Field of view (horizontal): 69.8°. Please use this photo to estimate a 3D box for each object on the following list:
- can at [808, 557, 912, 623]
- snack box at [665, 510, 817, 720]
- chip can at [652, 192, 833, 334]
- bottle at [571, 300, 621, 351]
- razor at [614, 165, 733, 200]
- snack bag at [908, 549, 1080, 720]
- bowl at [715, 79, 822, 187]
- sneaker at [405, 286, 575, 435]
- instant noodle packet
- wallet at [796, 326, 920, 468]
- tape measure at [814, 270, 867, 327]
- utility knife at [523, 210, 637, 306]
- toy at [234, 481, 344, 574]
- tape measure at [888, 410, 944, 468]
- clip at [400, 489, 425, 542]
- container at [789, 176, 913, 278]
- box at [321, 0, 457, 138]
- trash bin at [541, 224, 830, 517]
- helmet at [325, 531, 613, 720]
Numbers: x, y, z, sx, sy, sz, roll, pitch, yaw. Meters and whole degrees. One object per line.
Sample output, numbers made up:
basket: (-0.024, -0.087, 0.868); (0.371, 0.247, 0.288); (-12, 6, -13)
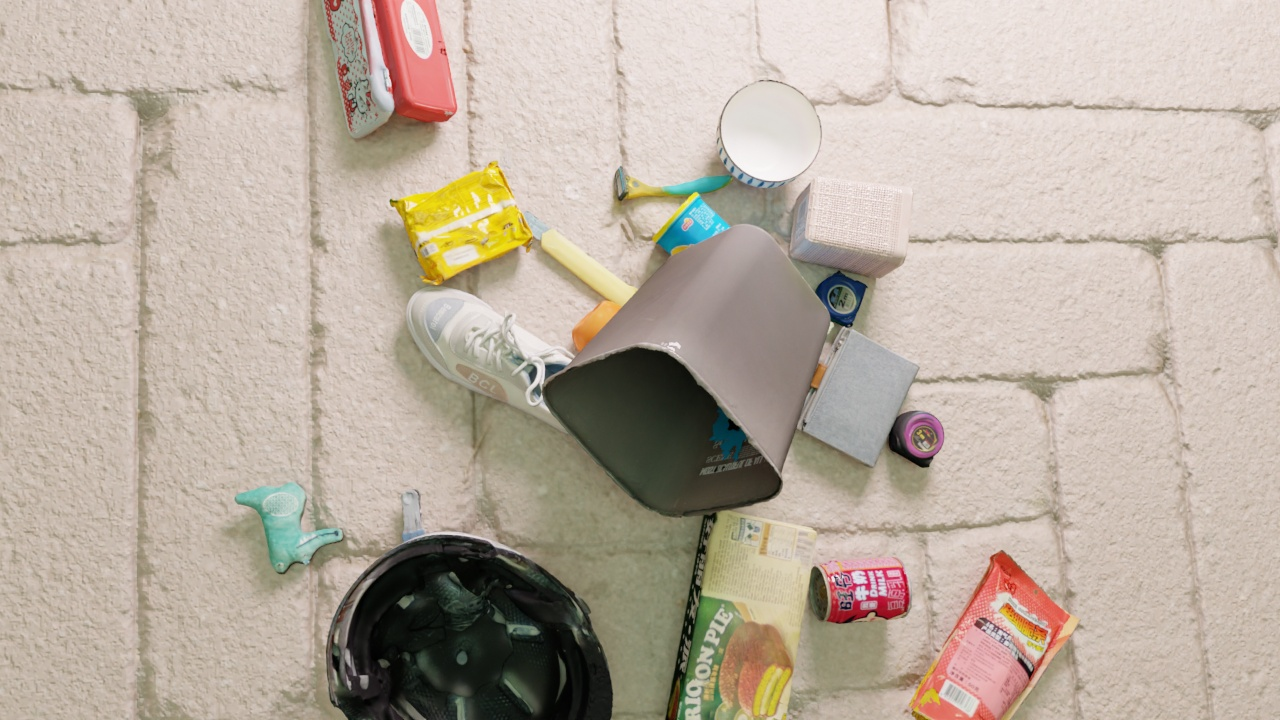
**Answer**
can: (0.235, 0.248, 0.989); (0.093, 0.066, 0.066); (-2, 84, -9)
snack box: (0.106, 0.283, 0.967); (0.114, 0.063, 0.240); (12, 82, -7)
chip can: (0.112, -0.087, 1.007); (0.210, 0.071, 0.071); (43, 79, -3)
bottle: (-0.006, 0.006, 0.987); (0.066, 0.067, 0.149); (-45, 99, -11)
razor: (0.038, -0.197, 1.030); (0.132, 0.028, 0.043); (-4, 53, -7)
snack bag: (0.386, 0.327, 1.008); (0.128, 0.073, 0.207); (41, 74, -6)
bowl: (0.138, -0.247, 1.032); (0.116, 0.066, 0.116); (1, 84, -8)
sneaker: (-0.138, 0.001, 0.949); (0.242, 0.091, 0.089); (32, 79, -3)
instant noodle packet: (-0.191, -0.144, 0.982); (0.128, 0.044, 0.110); (-24, 81, -14)
wallet: (0.240, 0.040, 1.029); (0.106, 0.037, 0.129); (28, 82, -4)
tape measure: (0.226, -0.070, 1.045); (0.054, 0.025, 0.058); (25, 71, -4)
utility knife: (-0.058, -0.104, 1.009); (0.182, 0.019, 0.031); (39, 75, -9)
toy: (-0.353, 0.168, 0.929); (0.096, 0.030, 0.092); (-10, 90, -17)
tape measure: (0.310, 0.085, 1.034); (0.057, 0.039, 0.058); (27, 85, -5)
clip: (-0.236, 0.162, 0.952); (0.026, 0.037, 0.058); (-4, 83, -7)
container: (0.232, -0.150, 1.025); (0.111, 0.090, 0.090); (9, 82, -4)
box: (-0.276, -0.345, 0.996); (0.094, 0.100, 0.201); (-5, 81, -51)
trash bin: (0.061, 0.005, 0.889); (0.198, 0.200, 0.219); (50, 50, -18)
helmet: (-0.167, 0.285, 0.879); (0.274, 0.157, 0.229); (45, 77, -12)
